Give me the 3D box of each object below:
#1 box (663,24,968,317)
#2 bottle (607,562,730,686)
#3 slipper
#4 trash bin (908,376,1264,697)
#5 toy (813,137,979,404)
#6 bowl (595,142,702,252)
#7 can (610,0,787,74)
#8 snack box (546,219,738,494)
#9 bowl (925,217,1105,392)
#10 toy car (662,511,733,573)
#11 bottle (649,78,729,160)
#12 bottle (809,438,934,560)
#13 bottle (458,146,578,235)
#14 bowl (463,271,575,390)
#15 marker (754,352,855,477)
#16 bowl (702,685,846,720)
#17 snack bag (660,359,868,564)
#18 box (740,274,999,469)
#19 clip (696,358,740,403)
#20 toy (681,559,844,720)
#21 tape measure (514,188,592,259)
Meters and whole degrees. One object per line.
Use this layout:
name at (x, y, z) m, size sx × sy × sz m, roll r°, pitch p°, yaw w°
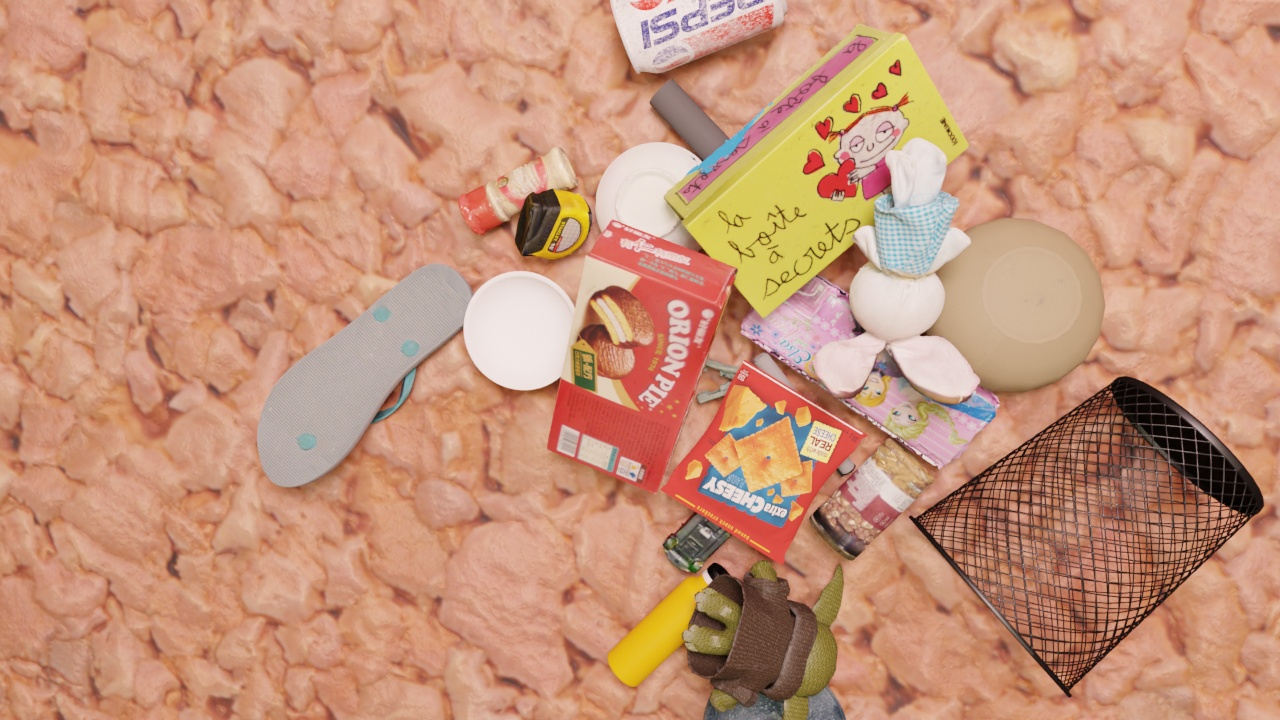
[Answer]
box at (0.140, -0.154, 0.756) m, size 0.221 × 0.080 × 0.124 m, roll -40°, pitch 122°, yaw 4°
bottle at (0.031, 0.253, 0.889) m, size 0.043 × 0.043 × 0.144 m, roll 44°, pitch 102°, yaw 0°
slipper at (-0.271, 0.009, 0.897) m, size 0.098 × 0.054 × 0.269 m, roll 43°, pitch 91°, yaw 2°
trash bin at (0.367, 0.134, 0.758) m, size 0.210 × 0.184 × 0.184 m, roll -42°, pitch 91°, yaw 6°
toy at (0.205, -0.076, 0.742) m, size 0.131 × 0.105 × 0.205 m, roll 0°, pitch 109°, yaw 3°
bowl at (0.012, -0.138, 0.819) m, size 0.113 × 0.063 × 0.113 m, roll 1°, pitch 99°, yaw 9°
can at (0.049, -0.300, 0.779) m, size 0.136 × 0.078 × 0.078 m, roll -19°, pitch 96°, yaw 11°
snack box at (-0.005, 0.005, 0.788) m, size 0.113 × 0.060 × 0.237 m, roll 22°, pitch 133°, yaw 7°
bowl at (0.319, -0.051, 0.772) m, size 0.152 × 0.050 × 0.152 m, roll 0°, pitch 83°, yaw 1°
toy car at (0.061, 0.162, 0.873) m, size 0.042 × 0.036 × 0.091 m, roll 41°, pitch 101°, yaw 0°
bottle at (0.057, -0.199, 0.818) m, size 0.030 × 0.030 × 0.113 m, roll -44°, pitch 91°, yaw 12°
bottle at (0.210, 0.126, 0.835) m, size 0.056 × 0.056 × 0.105 m, roll 42°, pitch 102°, yaw 0°
bottle at (-0.112, -0.156, 0.844) m, size 0.109 × 0.044 × 0.044 m, roll -25°, pitch 95°, yaw 10°
bowl at (-0.107, -0.030, 0.864) m, size 0.110 × 0.040 × 0.110 m, roll 1°, pitch 99°, yaw 8°
marker at (0.150, 0.049, 0.839) m, size 0.016 × 0.016 × 0.140 m, roll -37°, pitch 103°, yaw 12°
bowl at (0.126, 0.361, 0.876) m, size 0.137 × 0.057 × 0.136 m, roll 0°, pitch 55°, yaw -1°
snack bag at (0.111, 0.092, 0.834) m, size 0.131 × 0.039 × 0.144 m, roll 32°, pitch 101°, yaw 1°
box at (0.203, 0.004, 0.818) m, size 0.230 × 0.053 × 0.085 m, roll 35°, pitch 102°, yaw 1°
clip at (0.089, 0.017, 0.854) m, size 0.076 × 0.023 × 0.059 m, roll 0°, pitch 100°, yaw 10°
toy at (0.111, 0.257, 0.840) m, size 0.152 × 0.078 × 0.179 m, roll 26°, pitch 76°, yaw -23°
tape measure at (-0.078, -0.125, 0.836) m, size 0.064 × 0.037 × 0.066 m, roll -6°, pitch 141°, yaw -26°
